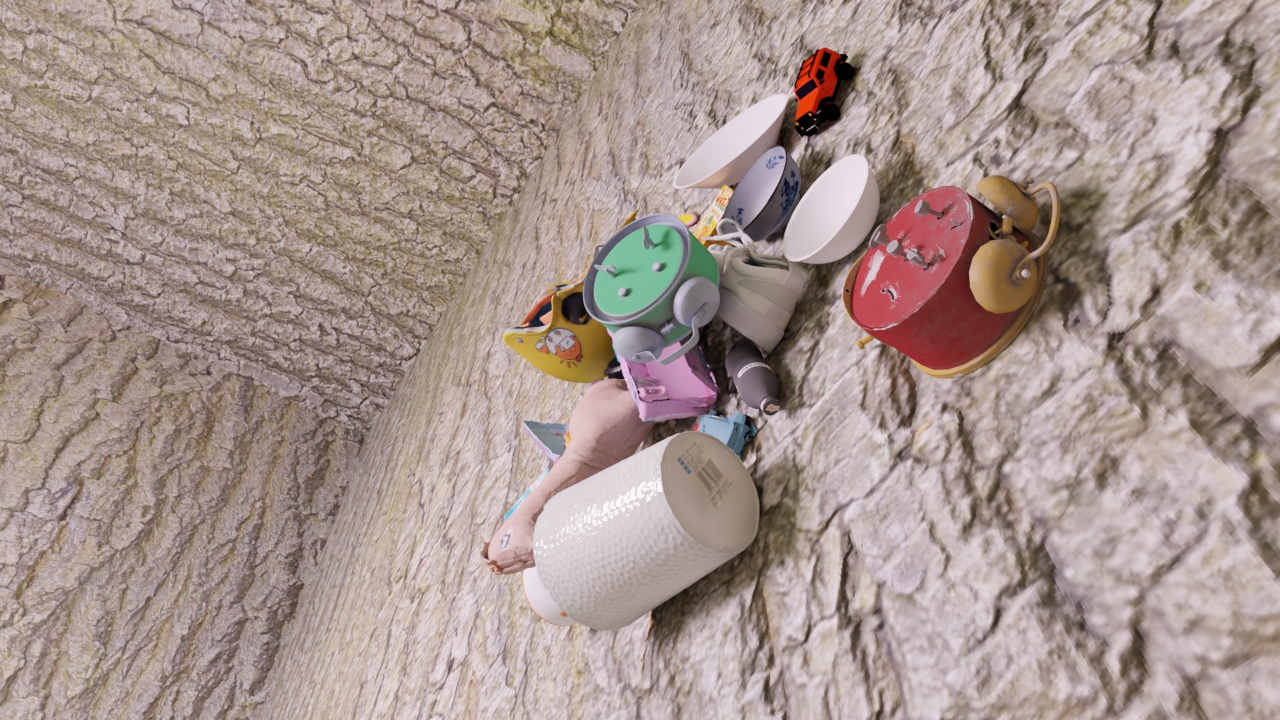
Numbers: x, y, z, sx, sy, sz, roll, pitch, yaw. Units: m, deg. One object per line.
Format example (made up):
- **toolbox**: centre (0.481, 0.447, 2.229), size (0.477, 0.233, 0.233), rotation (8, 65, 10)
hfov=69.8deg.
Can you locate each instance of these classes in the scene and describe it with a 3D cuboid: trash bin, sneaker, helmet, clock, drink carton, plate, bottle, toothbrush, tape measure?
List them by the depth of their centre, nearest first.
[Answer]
- **clock**: centre (0.205, -0.064, 0.606), size (0.159, 0.081, 0.116), rotation (-36, 31, 52)
- **trash bin**: centre (0.008, 0.139, 0.773), size (0.162, 0.133, 0.133), rotation (-38, 29, 40)
- **bottle**: centre (0.104, 0.019, 0.825), size (0.036, 0.036, 0.109), rotation (-56, 19, 16)
- **clock**: centre (0.013, -0.062, 0.855), size (0.122, 0.075, 0.161), rotation (-35, 44, 16)
- **sneaker**: centre (0.096, -0.087, 0.935), size (0.091, 0.089, 0.242), rotation (-55, 25, 5)
- **drink carton**: centre (0.092, -0.147, 1.089), size (0.123, 0.041, 0.058), rotation (-56, 19, 14)
- **tape measure**: centre (-0.007, 0.006, 1.097), size (0.071, 0.042, 0.072), rotation (-33, 15, -22)
- **plate**: centre (0.121, -0.258, 1.138), size (0.174, 0.036, 0.173), rotation (-36, 21, 16)
- **helmet**: centre (-0.046, -0.064, 1.182), size (0.241, 0.139, 0.208), rotation (-39, 10, 24)
- **drink carton**: centre (-0.136, 0.190, 1.200), size (0.129, 0.044, 0.038), rotation (-48, 22, 36)
- **toothbrush**: centre (0.050, -0.195, 1.310), size (0.021, 0.016, 0.135), rotation (-59, 18, -9)

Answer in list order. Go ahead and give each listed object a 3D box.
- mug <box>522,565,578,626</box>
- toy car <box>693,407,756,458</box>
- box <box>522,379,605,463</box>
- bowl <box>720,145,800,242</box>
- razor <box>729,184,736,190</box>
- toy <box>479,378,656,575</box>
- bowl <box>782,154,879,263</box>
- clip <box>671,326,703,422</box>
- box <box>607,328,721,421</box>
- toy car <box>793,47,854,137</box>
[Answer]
- **mug**: centre (-0.057, 0.206, 0.905), size (0.106, 0.082, 0.082), rotation (-43, 25, 41)
- **toy car**: centre (0.066, 0.072, 0.860), size (0.060, 0.027, 0.108), rotation (-64, 19, -7)
- **box**: centre (-0.066, 0.083, 1.140), size (0.140, 0.062, 0.214), rotation (-28, 14, -12)
- **bowl**: centre (0.138, -0.171, 0.994), size (0.114, 0.045, 0.114), rotation (-51, 21, 28)
- **razor**: centre (0.089, -0.176, 1.173), size (0.106, 0.026, 0.042), rotation (-64, 20, 5)
- **toy**: centre (-0.077, 0.114, 0.949), size (0.263, 0.065, 0.196), rotation (-48, 18, -25)
- **bowl**: centre (0.180, -0.127, 0.826), size (0.110, 0.040, 0.109), rotation (-50, 21, 27)
- **clip**: centre (0.049, -0.004, 1.020), size (0.091, 0.027, 0.162), rotation (-49, 23, 33)
- **box**: centre (0.014, -0.045, 0.962), size (0.230, 0.084, 0.091), rotation (-110, 17, -48)
- **toy car**: centre (0.197, -0.300, 1.020), size (0.051, 0.048, 0.100), rotation (-24, 41, 62)
